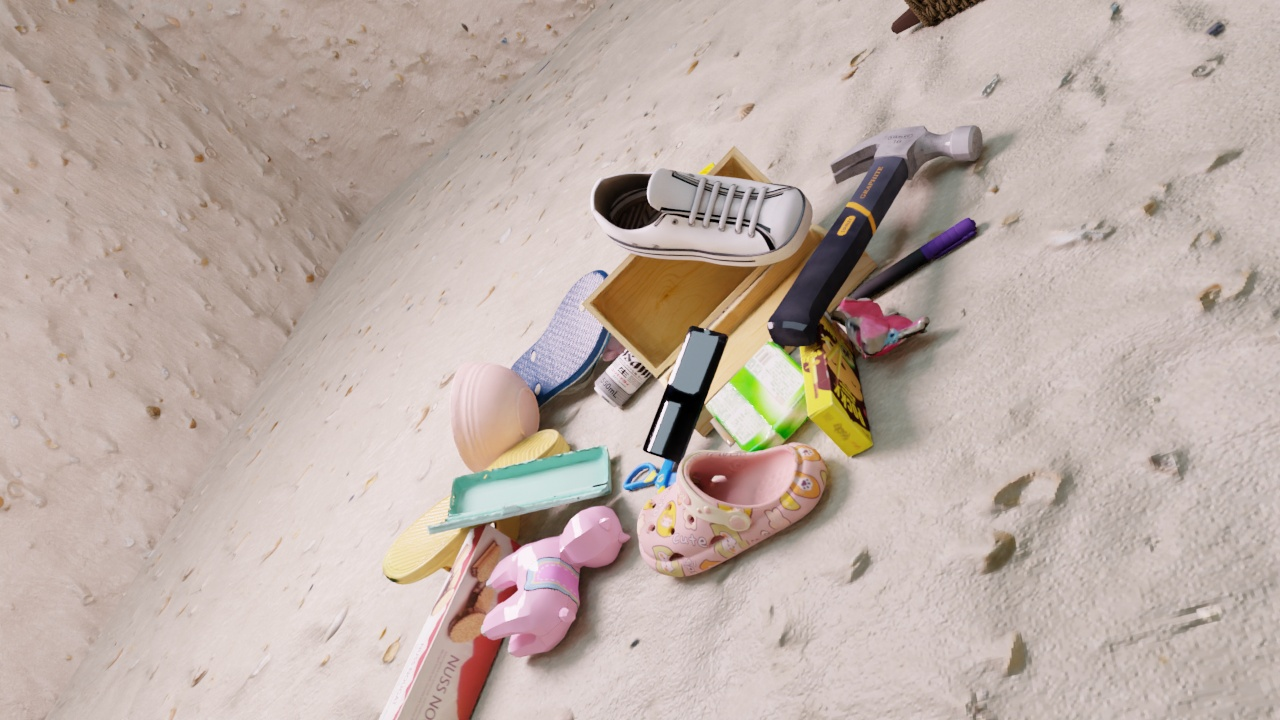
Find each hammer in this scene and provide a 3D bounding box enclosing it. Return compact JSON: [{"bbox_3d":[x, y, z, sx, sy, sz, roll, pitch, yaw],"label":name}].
[{"bbox_3d":[0.209,-0.125,0.870,0.140,0.035,0.311,6,47,38],"label":"hammer"}]

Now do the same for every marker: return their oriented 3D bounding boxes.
[{"bbox_3d":[0.256,-0.091,0.867,0.134,0.015,0.018,-35,57,26],"label":"marker"}]

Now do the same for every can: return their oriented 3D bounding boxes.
[{"bbox_3d":[-0.007,0.006,1.102,0.106,0.044,0.044,-47,26,3],"label":"can"}]

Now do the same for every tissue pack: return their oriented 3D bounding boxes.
[{"bbox_3d":[0.116,0.040,0.870,0.099,0.034,0.114,-46,31,6],"label":"tissue pack"}]

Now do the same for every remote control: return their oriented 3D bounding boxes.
[{"bbox_3d":[0.045,0.032,0.929,0.045,0.021,0.140,16,79,30],"label":"remote control"}]

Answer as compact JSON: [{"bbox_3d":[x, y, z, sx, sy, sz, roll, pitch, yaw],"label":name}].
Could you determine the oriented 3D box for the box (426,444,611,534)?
[{"bbox_3d":[-0.125,0.148,0.996,0.187,0.055,0.138,-13,21,8],"label":"box"}]

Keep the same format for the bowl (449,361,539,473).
[{"bbox_3d":[-0.178,0.071,1.187,0.076,0.153,0.152,-8,40,16],"label":"bowl"}]

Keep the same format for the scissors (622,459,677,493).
[{"bbox_3d":[0.022,0.123,0.933,0.126,0.013,0.126,-23,40,44],"label":"scissors"}]

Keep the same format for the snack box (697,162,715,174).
[{"bbox_3d":[0.085,-0.189,1.232,0.092,0.042,0.200,-37,28,20],"label":"snack box"}]

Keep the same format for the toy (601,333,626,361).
[{"bbox_3d":[-0.023,-0.044,1.205,0.096,0.041,0.108,-26,47,38],"label":"toy"}]

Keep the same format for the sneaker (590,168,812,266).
[{"bbox_3d":[0.052,-0.162,0.953,0.246,0.097,0.091,11,76,31],"label":"sneaker"}]

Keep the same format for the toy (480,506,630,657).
[{"bbox_3d":[-0.081,0.215,0.907,0.158,0.067,0.123,-34,30,18],"label":"toy"}]

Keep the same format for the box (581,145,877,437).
[{"bbox_3d":[0.094,-0.074,1.011,0.248,0.118,0.252,-46,51,6],"label":"box"}]

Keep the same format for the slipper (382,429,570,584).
[{"bbox_3d":[-0.180,0.186,1.092,0.262,0.078,0.100,-41,24,-26],"label":"slipper"}]

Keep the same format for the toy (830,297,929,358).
[{"bbox_3d":[0.210,-0.027,0.823,0.065,0.050,0.102,-11,23,-7],"label":"toy"}]

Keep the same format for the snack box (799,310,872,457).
[{"bbox_3d":[0.168,0.012,0.807,0.026,0.061,0.148,-33,30,27],"label":"snack box"}]

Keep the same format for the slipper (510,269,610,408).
[{"bbox_3d":[-0.095,-0.007,1.221,0.296,0.060,0.118,-42,48,45],"label":"slipper"}]

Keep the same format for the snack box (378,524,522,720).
[{"bbox_3d":[-0.191,0.304,0.943,0.044,0.076,0.272,-26,33,46],"label":"snack box"}]

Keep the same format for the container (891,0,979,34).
[{"bbox_3d":[0.391,-0.589,1.172,0.206,0.176,0.320,-25,34,45],"label":"container"}]

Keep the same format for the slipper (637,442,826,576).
[{"bbox_3d":[0.064,0.120,0.798,0.198,0.081,0.093,-28,33,31],"label":"slipper"}]
